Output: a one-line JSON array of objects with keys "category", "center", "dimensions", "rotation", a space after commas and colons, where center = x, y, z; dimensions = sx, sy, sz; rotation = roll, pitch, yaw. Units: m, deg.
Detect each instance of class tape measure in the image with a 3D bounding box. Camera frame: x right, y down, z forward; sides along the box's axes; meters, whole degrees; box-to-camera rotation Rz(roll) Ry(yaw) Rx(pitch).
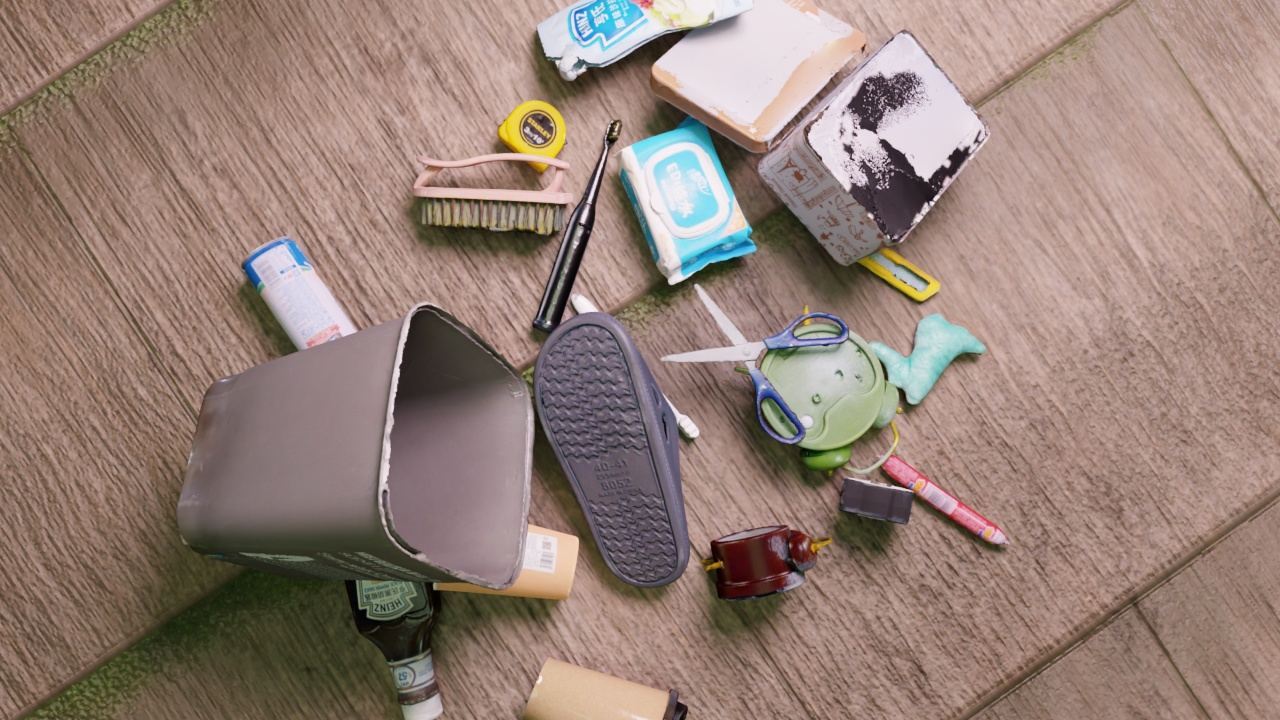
[{"category": "tape measure", "center": [0.220, 0.130, 0.856], "dimensions": [0.066, 0.066, 0.033], "rotation": [11, 87, 17]}, {"category": "tape measure", "center": [-0.100, -0.215, 0.867], "dimensions": [0.060, 0.029, 0.057], "rotation": [38, 85, -18]}]

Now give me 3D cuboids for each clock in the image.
[{"category": "clock", "center": [0.118, 0.183, 0.845], "dimensions": [0.122, 0.082, 0.055], "rotation": [-13, 83, 0]}, {"category": "clock", "center": [0.175, 0.037, 0.860], "dimensions": [0.116, 0.056, 0.161], "rotation": [-41, 91, -1]}]

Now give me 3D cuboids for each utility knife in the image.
[{"category": "utility knife", "center": [0.222, -0.106, 0.883], "dimensions": [0.154, 0.015, 0.033], "rotation": [33, 91, -1]}]

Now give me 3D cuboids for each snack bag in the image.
[{"category": "snack bag", "center": [0.000, -0.316, 0.837], "dimensions": [0.191, 0.039, 0.110], "rotation": [-19, 58, 3]}]

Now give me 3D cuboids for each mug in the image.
[{"category": "mug", "center": [-0.122, 0.180, 0.843], "dimensions": [0.122, 0.078, 0.078], "rotation": [11, 89, -6]}]

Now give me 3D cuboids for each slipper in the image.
[{"category": "slipper", "center": [-0.018, 0.079, 0.848], "dimensions": [0.111, 0.083, 0.268], "rotation": [-11, 106, 21]}]

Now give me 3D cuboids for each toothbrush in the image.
[{"category": "toothbrush", "center": [-0.005, 0.005, 0.875], "dimensions": [0.016, 0.016, 0.180], "rotation": [-41, 90, -7]}, {"category": "toothbrush", "center": [-0.056, -0.128, 0.869], "dimensions": [0.026, 0.027, 0.212], "rotation": [20, 89, -22]}]

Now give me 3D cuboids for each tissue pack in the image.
[{"category": "tissue pack", "center": [0.041, -0.149, 0.854], "dimensions": [0.090, 0.063, 0.140], "rotation": [-23, 90, -3]}]

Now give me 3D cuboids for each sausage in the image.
[{"category": "sausage", "center": [0.290, 0.135, 0.881], "dimensions": [0.156, 0.020, 0.020], "rotation": [35, 88, -1]}]

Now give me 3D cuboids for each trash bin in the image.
[{"category": "trash bin", "center": [-0.228, 0.087, 0.749], "dimensions": [0.220, 0.199, 0.198], "rotation": [-10, 62, 20]}]

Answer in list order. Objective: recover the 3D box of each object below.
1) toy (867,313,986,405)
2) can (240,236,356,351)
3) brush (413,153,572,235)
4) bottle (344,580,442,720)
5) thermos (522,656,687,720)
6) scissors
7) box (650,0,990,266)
[{"category": "toy", "center": [0.268, -0.004, 0.878], "dimensions": [0.096, 0.030, 0.092], "rotation": [34, 86, 5]}, {"category": "can", "center": [-0.307, -0.045, 0.847], "dimensions": [0.053, 0.053, 0.134], "rotation": [-34, 91, -2]}, {"category": "brush", "center": [-0.138, -0.155, 0.848], "dimensions": [0.146, 0.063, 0.073], "rotation": [4, 102, 3]}, {"category": "bottle", "center": [-0.224, 0.238, 0.852], "dimensions": [0.080, 0.044, 0.195], "rotation": [-14, 91, 4]}, {"category": "thermos", "center": [-0.030, 0.328, 0.839], "dimensions": [0.143, 0.093, 0.093], "rotation": [20, 89, 7]}, {"category": "scissors", "center": [0.108, -0.001, 0.824], "dimensions": [0.176, 0.012, 0.162], "rotation": [-16, 90, -1]}, {"category": "box", "center": [0.160, -0.229, 0.821], "dimensions": [0.272, 0.107, 0.177], "rotation": [42, 66, 4]}]
